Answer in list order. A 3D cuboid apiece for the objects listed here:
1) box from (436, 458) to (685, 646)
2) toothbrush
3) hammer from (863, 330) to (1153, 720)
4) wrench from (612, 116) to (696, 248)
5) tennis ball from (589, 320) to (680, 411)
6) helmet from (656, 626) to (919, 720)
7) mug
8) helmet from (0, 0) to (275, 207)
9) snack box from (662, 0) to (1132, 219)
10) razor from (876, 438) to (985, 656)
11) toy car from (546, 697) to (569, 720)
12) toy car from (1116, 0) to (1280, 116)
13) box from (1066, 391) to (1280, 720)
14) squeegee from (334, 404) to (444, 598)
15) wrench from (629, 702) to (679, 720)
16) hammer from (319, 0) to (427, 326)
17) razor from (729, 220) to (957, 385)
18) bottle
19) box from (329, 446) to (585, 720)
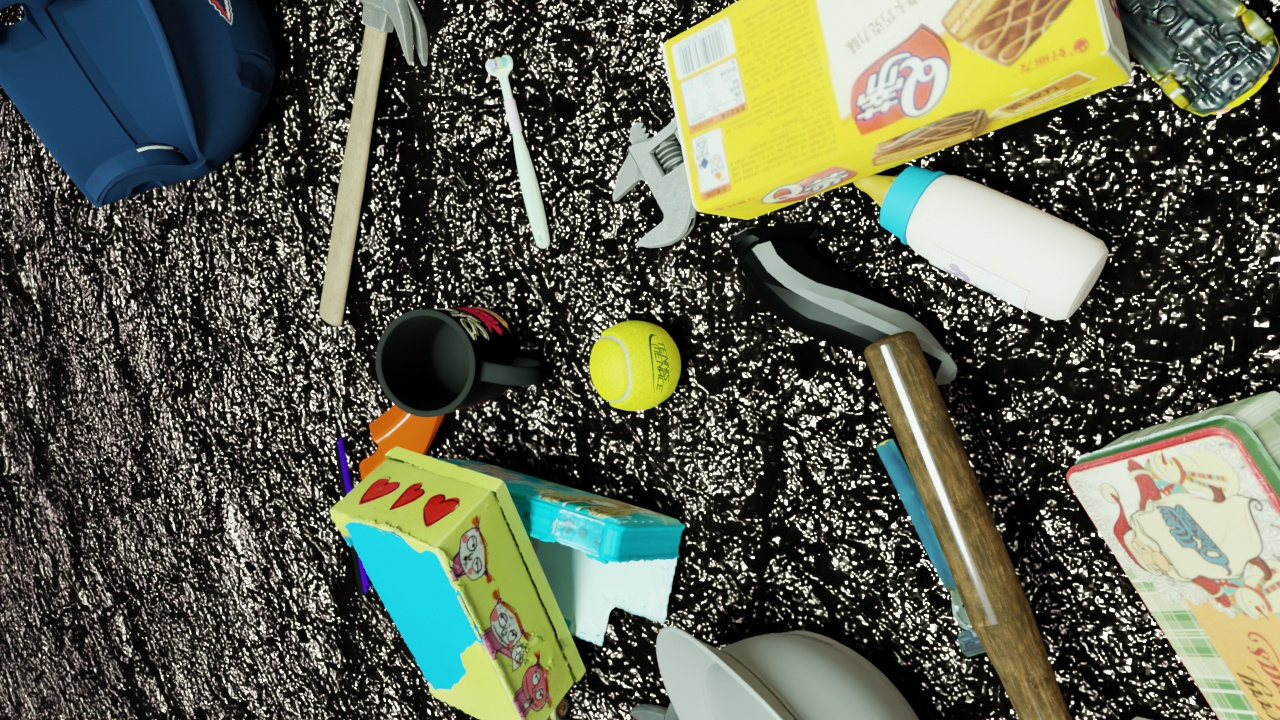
[{"bbox_3d":[-0.089,0.159,0.729,0.227,0.097,0.121,10,89,35],"label":"box"},{"bbox_3d":[-0.094,-0.164,0.725,0.022,0.015,0.155,-14,92,6],"label":"toothbrush"},{"bbox_3d":[0.158,0.138,0.493,0.300,0.217,0.037,69,161,6],"label":"hammer"},{"bbox_3d":[0.062,-0.187,0.601,0.083,0.018,0.274,51,124,17],"label":"wrench"},{"bbox_3d":[-0.004,0.004,0.663,0.065,0.065,0.065,9,105,35],"label":"tennis ball"},{"bbox_3d":[0.133,0.257,0.589,0.271,0.117,0.184,49,153,21],"label":"helmet"},{"bbox_3d":[-0.134,0.002,0.731,0.118,0.098,0.082,10,96,12],"label":"mug"},{"bbox_3d":[-0.446,-0.284,0.824,0.232,0.222,0.273,53,156,-2],"label":"helmet"},{"bbox_3d":[0.127,-0.162,0.498,0.231,0.061,0.110,-15,82,37],"label":"snack box"},{"bbox_3d":[0.186,0.116,0.575,0.042,0.022,0.144,-33,79,36],"label":"razor"},{"bbox_3d":[-0.097,0.280,0.804,0.047,0.047,0.112,-10,91,36],"label":"toy car"},{"bbox_3d":[0.261,-0.168,0.450,0.049,0.030,0.107,-46,66,35],"label":"toy car"},{"bbox_3d":[0.304,0.121,0.437,0.205,0.049,0.118,61,164,8],"label":"box"},{"bbox_3d":[-0.215,0.067,0.830,0.185,0.055,0.249,-61,31,12],"label":"squeegee"},{"bbox_3d":[0.102,0.310,0.683,0.274,0.018,0.073,4,101,35],"label":"wrench"},{"bbox_3d":[-0.264,-0.182,0.839,0.119,0.030,0.332,32,117,27],"label":"hammer"},{"bbox_3d":[0.126,-0.032,0.570,0.060,0.057,0.156,-45,69,1],"label":"razor"},{"bbox_3d":[0.182,-0.074,0.516,0.146,0.051,0.051,33,118,27],"label":"bottle"},{"bbox_3d":[-0.135,0.179,0.704,0.125,0.080,0.221,8,128,35],"label":"box"}]
